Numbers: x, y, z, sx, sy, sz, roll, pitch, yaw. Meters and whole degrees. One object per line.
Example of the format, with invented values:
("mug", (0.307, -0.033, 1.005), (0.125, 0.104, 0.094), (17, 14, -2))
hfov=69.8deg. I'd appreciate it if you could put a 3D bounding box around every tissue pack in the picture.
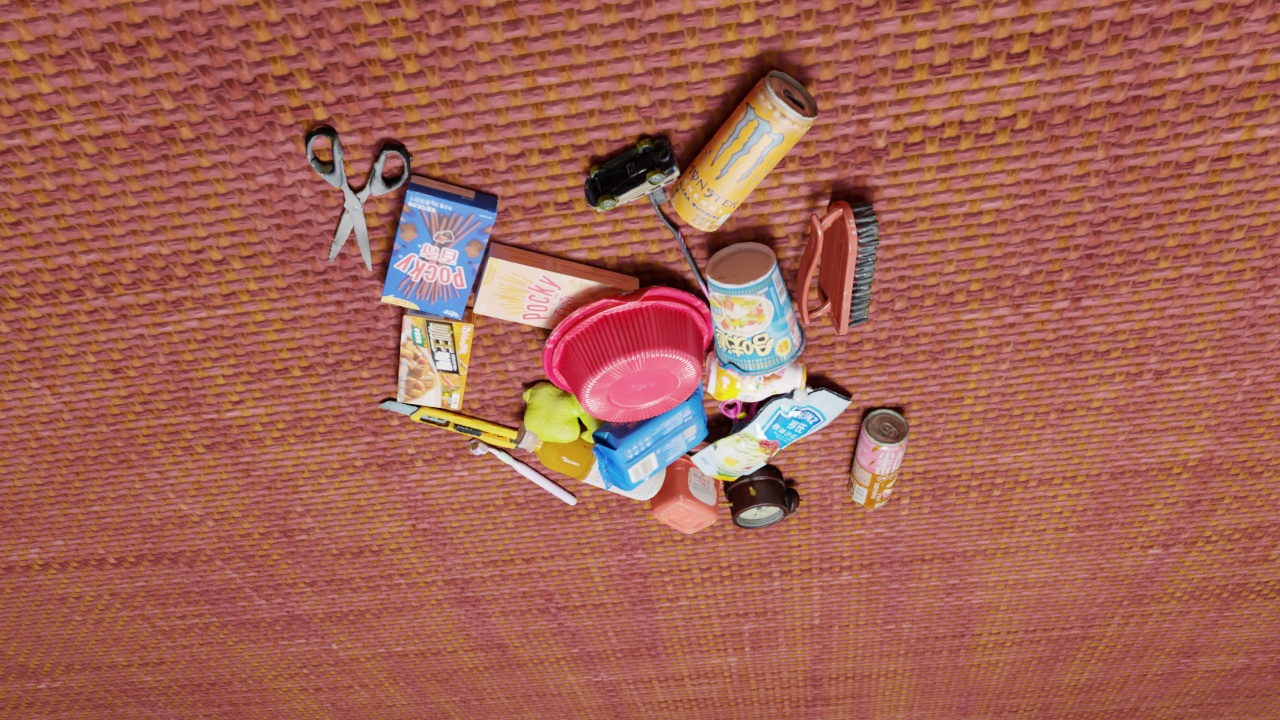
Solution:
("tissue pack", (0.013, 0.085, 1.085), (0.157, 0.052, 0.095), (-33, 139, -16))

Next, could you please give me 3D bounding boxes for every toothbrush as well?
("toothbrush", (0.045, -0.113, 0.914), (0.018, 0.014, 0.189), (-26, 136, 9))
("toothbrush", (-0.150, 0.151, 1.215), (0.189, 0.029, 0.021), (37, 89, -37))

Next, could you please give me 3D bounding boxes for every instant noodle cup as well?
("instant noodle cup", (-0.006, 0.006, 0.980), (0.193, 0.065, 0.194), (-11, 146, -7))
("instant noodle cup", (0.111, -0.056, 0.926), (0.099, 0.099, 0.110), (-10, 131, 10))

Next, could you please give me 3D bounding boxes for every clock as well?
("clock", (0.164, 0.190, 1.233), (0.122, 0.055, 0.082), (26, 132, -38))

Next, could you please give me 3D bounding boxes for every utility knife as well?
("utility knife", (-0.227, 0.080, 1.133), (0.192, 0.015, 0.033), (17, 134, -19))

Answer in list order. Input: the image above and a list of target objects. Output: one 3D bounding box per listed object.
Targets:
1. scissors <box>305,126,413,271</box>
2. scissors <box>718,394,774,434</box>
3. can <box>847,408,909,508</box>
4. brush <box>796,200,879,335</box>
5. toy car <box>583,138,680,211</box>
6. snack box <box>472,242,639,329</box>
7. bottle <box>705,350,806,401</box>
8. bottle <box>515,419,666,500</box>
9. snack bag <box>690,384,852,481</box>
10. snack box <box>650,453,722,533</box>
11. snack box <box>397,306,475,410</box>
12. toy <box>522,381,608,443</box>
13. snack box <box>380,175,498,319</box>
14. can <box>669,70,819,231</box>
("scissors", (-0.270, -0.152, 0.867), (0.160, 0.014, 0.170), (-18, 138, 23))
("scissors", (0.133, 0.078, 1.141), (0.077, 0.017, 0.138), (-9, 144, -3))
("can", (0.300, 0.127, 1.163), (0.058, 0.057, 0.147), (-2, 140, 1))
("brush", (0.190, -0.094, 0.900), (0.069, 0.063, 0.146), (-13, 139, -6))
("toy car", (-0.008, -0.165, 0.830), (0.090, 0.042, 0.035), (-23, 154, 16))
("snack box", (-0.088, -0.068, 0.953), (0.157, 0.026, 0.085), (12, 138, -15))
("bottle", (0.128, 0.015, 1.025), (0.108, 0.063, 0.063), (2, 139, -3))
("bottle", (-0.061, 0.118, 1.138), (0.189, 0.067, 0.068), (22, 135, -21))
("snack bag", (0.159, 0.087, 1.118), (0.110, 0.038, 0.191), (27, 129, -35))
("snack box", (0.058, 0.174, 1.197), (0.091, 0.080, 0.082), (32, 129, -32))
("snack box", (-0.230, -0.003, 1.027), (0.075, 0.026, 0.154), (8, 139, -11))
("toy", (-0.088, 0.063, 1.078), (0.100, 0.096, 0.031), (-31, 177, 0))
("snack box", (-0.201, -0.107, 0.906), (0.084, 0.026, 0.158), (13, 137, -16))
("can", (0.087, -0.179, 0.802), (0.058, 0.058, 0.146), (22, 135, -24))
